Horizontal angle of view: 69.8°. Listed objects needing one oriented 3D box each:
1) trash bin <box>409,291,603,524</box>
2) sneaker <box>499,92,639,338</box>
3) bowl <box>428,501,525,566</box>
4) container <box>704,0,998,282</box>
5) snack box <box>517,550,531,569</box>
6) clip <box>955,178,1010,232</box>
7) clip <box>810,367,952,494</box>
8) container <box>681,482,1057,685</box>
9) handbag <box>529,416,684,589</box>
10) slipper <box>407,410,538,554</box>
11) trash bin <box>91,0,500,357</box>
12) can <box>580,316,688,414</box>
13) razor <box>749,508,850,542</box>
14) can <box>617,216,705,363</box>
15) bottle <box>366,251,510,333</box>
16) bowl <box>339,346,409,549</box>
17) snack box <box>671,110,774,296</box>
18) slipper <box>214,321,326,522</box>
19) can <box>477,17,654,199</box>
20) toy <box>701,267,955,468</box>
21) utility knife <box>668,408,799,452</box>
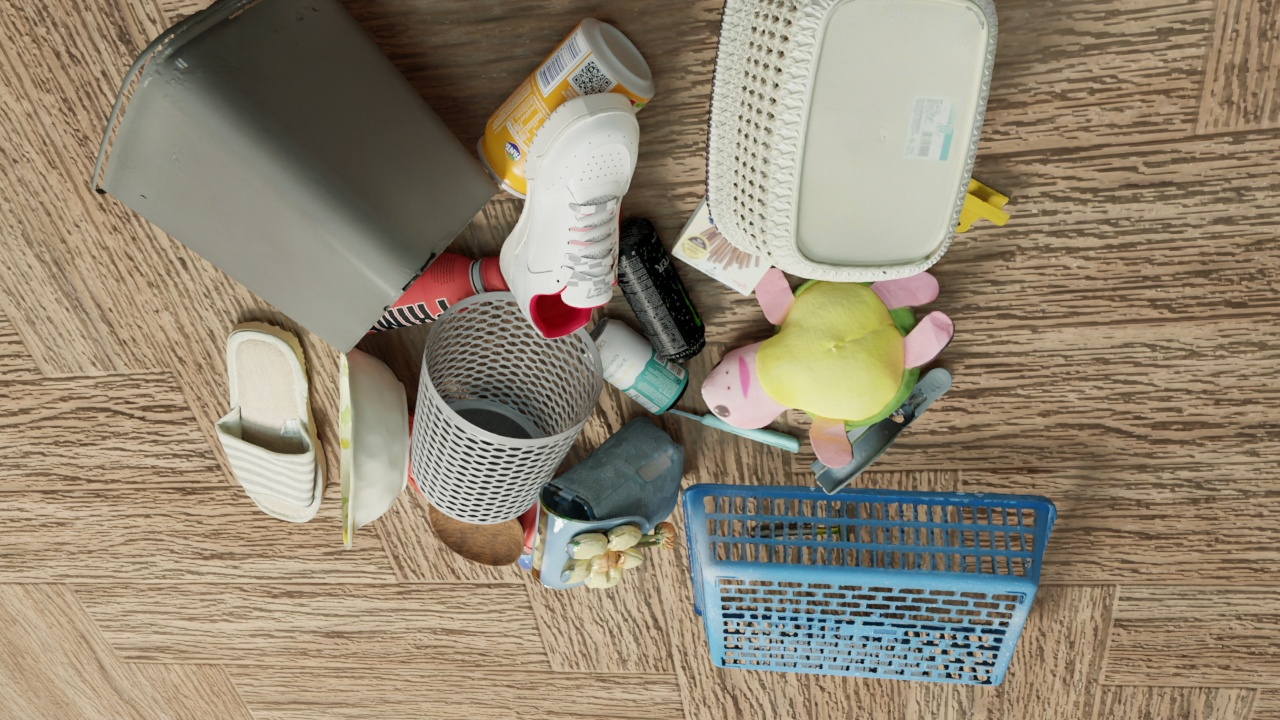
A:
[{"bbox_3d":[-0.135,0.053,0.864,0.156,0.156,0.184,22,140,-5],"label":"trash bin"},{"bbox_3d":[-0.046,-0.099,0.737,0.090,0.104,0.237,-12,154,-31],"label":"sneaker"},{"bbox_3d":[-0.168,0.168,0.966,0.114,0.026,0.102,11,121,18],"label":"bowl"},{"bbox_3d":[0.151,-0.173,0.660,0.184,0.143,0.252,-1,116,-11],"label":"container"},{"bbox_3d":[-0.085,0.189,1.040,0.150,0.027,0.082,-17,118,21],"label":"snack box"},{"bbox_3d":[0.276,-0.128,0.765,0.054,0.046,0.048,24,92,-7],"label":"clip"},{"bbox_3d":[0.210,0.074,0.839,0.030,0.164,0.173,48,117,5],"label":"clip"},{"bbox_3d":[0.226,0.245,0.955,0.362,0.089,0.258,1,135,10],"label":"container"},{"bbox_3d":[-0.021,0.148,0.898,0.119,0.191,0.122,32,129,27],"label":"handbag"},{"bbox_3d":[-0.161,0.132,0.996,0.249,0.059,0.104,32,125,6],"label":"slipper"},{"bbox_3d":[-0.254,-0.144,0.718,0.220,0.196,0.198,43,137,-13],"label":"trash bin"},{"bbox_3d":[-0.005,0.005,0.884,0.101,0.054,0.055,36,122,-14],"label":"can"},{"bbox_3d":[0.171,0.186,0.997,0.106,0.026,0.042,-6,125,19],"label":"razor"},{"bbox_3d":[0.013,-0.063,0.835,0.054,0.053,0.138,-19,119,21],"label":"can"},{"bbox_3d":[-0.207,-0.067,0.868,0.177,0.062,0.062,-9,122,16],"label":"bottle"},{"bbox_3d":[-0.268,0.077,0.919,0.060,0.219,0.189,0,167,-20],"label":"bowl"},{"bbox_3d":[0.099,-0.133,0.789,0.082,0.026,0.150,29,124,-10],"label":"snack box"},{"bbox_3d":[-0.407,0.079,1.012,0.114,0.053,0.273,12,124,8],"label":"slipper"},{"bbox_3d":[-0.061,-0.200,0.740,0.143,0.078,0.079,-37,111,29],"label":"can"},{"bbox_3d":[0.162,0.000,0.826,0.239,0.087,0.190,-27,78,25],"label":"toy"},{"bbox_3d":[0.093,0.066,0.934,0.147,0.015,0.022,17,157,0],"label":"utility knife"}]
